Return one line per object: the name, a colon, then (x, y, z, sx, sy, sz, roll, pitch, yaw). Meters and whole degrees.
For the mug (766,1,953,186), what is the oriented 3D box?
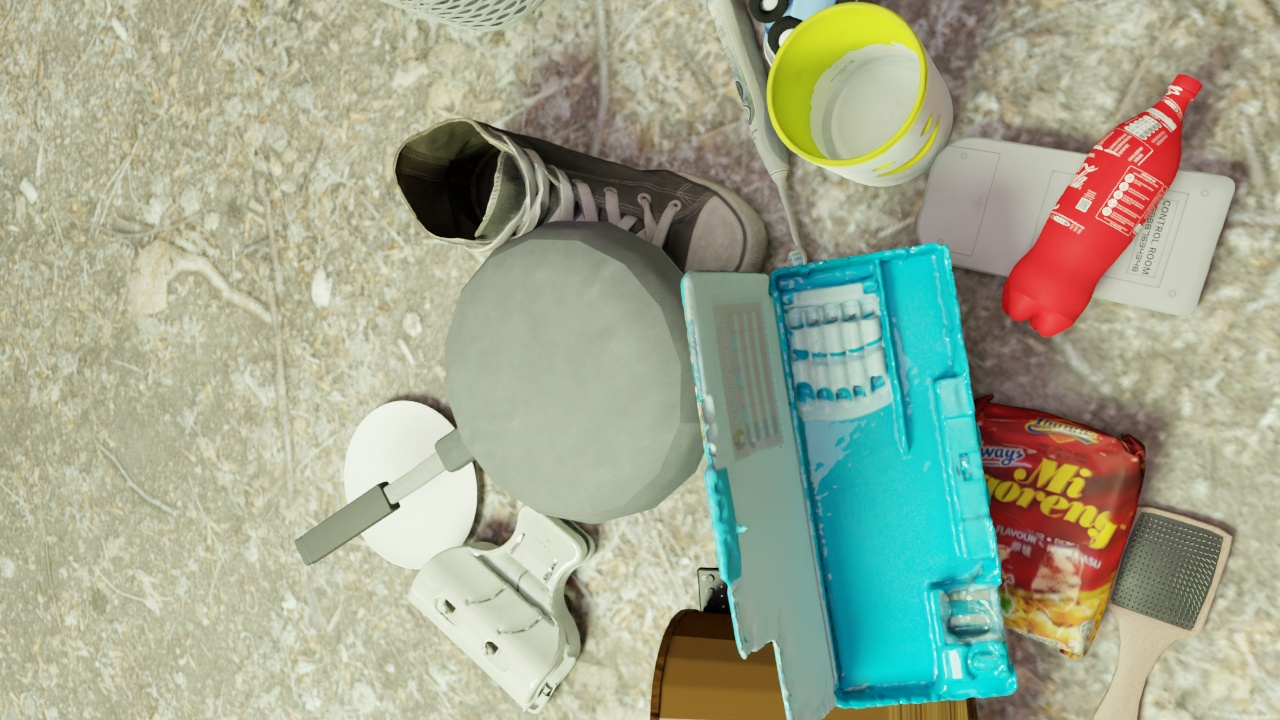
mug: (0.126, -0.143, 0.512, 0.083, 0.106, 0.082, 2, 94, 27)

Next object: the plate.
plate: (-0.183, 0.099, 0.735, 0.135, 0.011, 0.134, 2, 94, 27)

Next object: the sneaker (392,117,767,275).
sneaker: (-0.039, -0.095, 0.592, 0.235, 0.119, 0.095, 25, 104, 21)

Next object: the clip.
clip: (-0.098, 0.176, 0.662, 0.126, 0.104, 0.152, 37, 118, 17)

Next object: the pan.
pan: (-0.109, 0.052, 0.565, 0.358, 0.041, 0.178, -33, 82, 28)

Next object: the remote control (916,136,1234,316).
remote control: (0.234, -0.077, 0.510, 0.151, 0.019, 0.074, 17, 101, 24)

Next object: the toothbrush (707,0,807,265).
toothbrush: (0.079, -0.146, 0.583, 0.024, 0.022, 0.185, -15, 86, -13)

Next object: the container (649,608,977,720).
container: (0.107, 0.214, 0.538, 0.167, 0.132, 0.132, -6, 90, 21)

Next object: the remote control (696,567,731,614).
remote control: (0.102, 0.149, 0.579, 0.140, 0.009, 0.030, -4, 91, 27)

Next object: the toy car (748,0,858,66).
toy car: (0.098, -0.231, 0.515, 0.054, 0.154, 0.056, -5, 48, -9)

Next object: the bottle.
bottle: (0.238, -0.079, 0.472, 0.042, 0.041, 0.142, 35, 107, 21)

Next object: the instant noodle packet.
instant noodle packet: (0.219, 0.094, 0.519, 0.099, 0.039, 0.135, 17, 102, 32)

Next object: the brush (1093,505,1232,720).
brush: (0.278, 0.149, 0.504, 0.050, 0.015, 0.136, 17, 101, 26)

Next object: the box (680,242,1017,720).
box: (0.095, 0.063, 0.457, 0.084, 0.171, 0.227, 168, 94, -67)

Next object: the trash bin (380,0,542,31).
trash bin: (-0.148, -0.308, 0.596, 0.157, 0.183, 0.156, 2, 94, 27)
